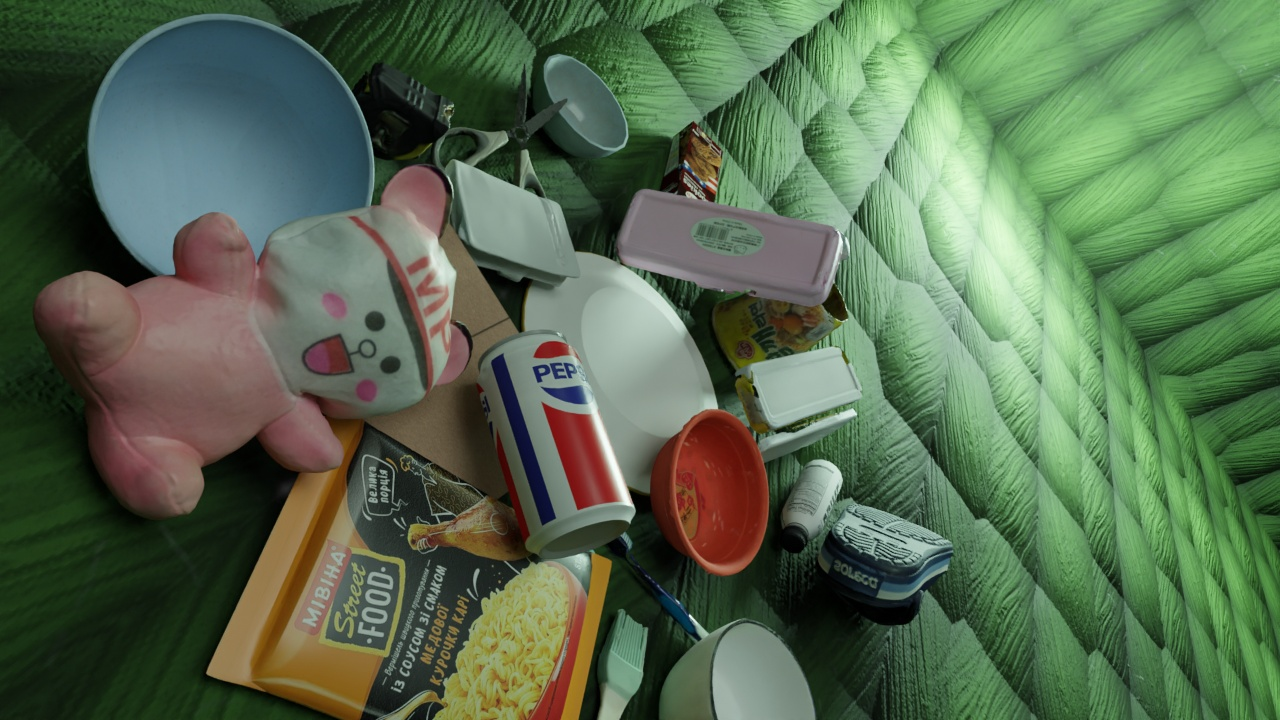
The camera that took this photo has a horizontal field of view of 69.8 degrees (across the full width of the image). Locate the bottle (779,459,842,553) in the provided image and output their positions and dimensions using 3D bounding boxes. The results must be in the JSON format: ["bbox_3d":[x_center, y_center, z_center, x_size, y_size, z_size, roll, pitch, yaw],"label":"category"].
[{"bbox_3d":[0.157,0.138,0.858,0.041,0.041,0.115,53,35,-7],"label":"bottle"}]

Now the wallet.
[{"bbox_3d":[-0.103,-0.102,0.716,0.116,0.032,0.086,17,54,-45],"label":"wallet"}]

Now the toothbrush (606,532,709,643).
[{"bbox_3d":[0.031,0.188,0.690,0.189,0.016,0.017,50,26,-12],"label":"toothbrush"}]

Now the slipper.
[{"bbox_3d":[0.217,0.195,0.851,0.252,0.105,0.095,11,97,-63],"label":"slipper"}]

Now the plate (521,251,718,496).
[{"bbox_3d":[-0.005,0.004,0.777,0.229,0.021,0.229,30,44,-34],"label":"plate"}]

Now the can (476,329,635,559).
[{"bbox_3d":[-0.056,0.052,0.580,0.070,0.070,0.132,8,53,-48],"label":"can"}]

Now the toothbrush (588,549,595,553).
[{"bbox_3d":[-0.083,0.076,0.633,0.180,0.016,0.016,53,36,-6],"label":"toothbrush"}]

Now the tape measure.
[{"bbox_3d":[-0.180,-0.175,0.661,0.067,0.063,0.038,29,44,-36],"label":"tape measure"}]

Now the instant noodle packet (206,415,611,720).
[{"bbox_3d":[-0.112,0.143,0.529,0.220,0.032,0.159,37,47,-28],"label":"instant noodle packet"}]

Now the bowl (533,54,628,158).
[{"bbox_3d":[-0.063,-0.233,0.870,0.106,0.039,0.106,30,44,-34],"label":"bowl"}]

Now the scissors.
[{"bbox_3d":[-0.108,-0.175,0.768,0.157,0.013,0.169,-16,88,-44],"label":"scissors"}]

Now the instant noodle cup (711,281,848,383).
[{"bbox_3d":[0.143,-0.040,0.915,0.102,0.108,0.102,33,40,-33],"label":"instant noodle cup"}]

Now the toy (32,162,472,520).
[{"bbox_3d":[-0.181,-0.015,0.477,0.212,0.084,0.142,-28,118,-34],"label":"toy"}]

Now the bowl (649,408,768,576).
[{"bbox_3d":[0.049,0.105,0.732,0.130,0.045,0.130,15,69,-47],"label":"bowl"}]

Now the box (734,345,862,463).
[{"bbox_3d":[0.134,0.046,0.867,0.209,0.080,0.084,-10,73,-54],"label":"box"}]

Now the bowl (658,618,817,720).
[{"bbox_3d":[0.064,0.246,0.641,0.116,0.066,0.116,30,44,-34],"label":"bowl"}]

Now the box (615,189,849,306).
[{"bbox_3d":[0.088,-0.101,0.860,0.103,0.202,0.100,56,51,-67],"label":"box"}]

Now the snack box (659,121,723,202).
[{"bbox_3d":[0.055,-0.198,0.994,0.051,0.032,0.140,40,39,-25],"label":"snack box"}]

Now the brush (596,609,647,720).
[{"bbox_3d":[-0.028,0.255,0.570,0.033,0.012,0.217,42,39,-22],"label":"brush"}]

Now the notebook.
[{"bbox_3d":[-0.139,-0.005,0.610,0.141,0.008,0.209,-33,91,-44],"label":"notebook"}]

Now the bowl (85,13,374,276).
[{"bbox_3d":[-0.235,-0.111,0.515,0.150,0.075,0.151,-12,108,-41],"label":"bowl"}]
